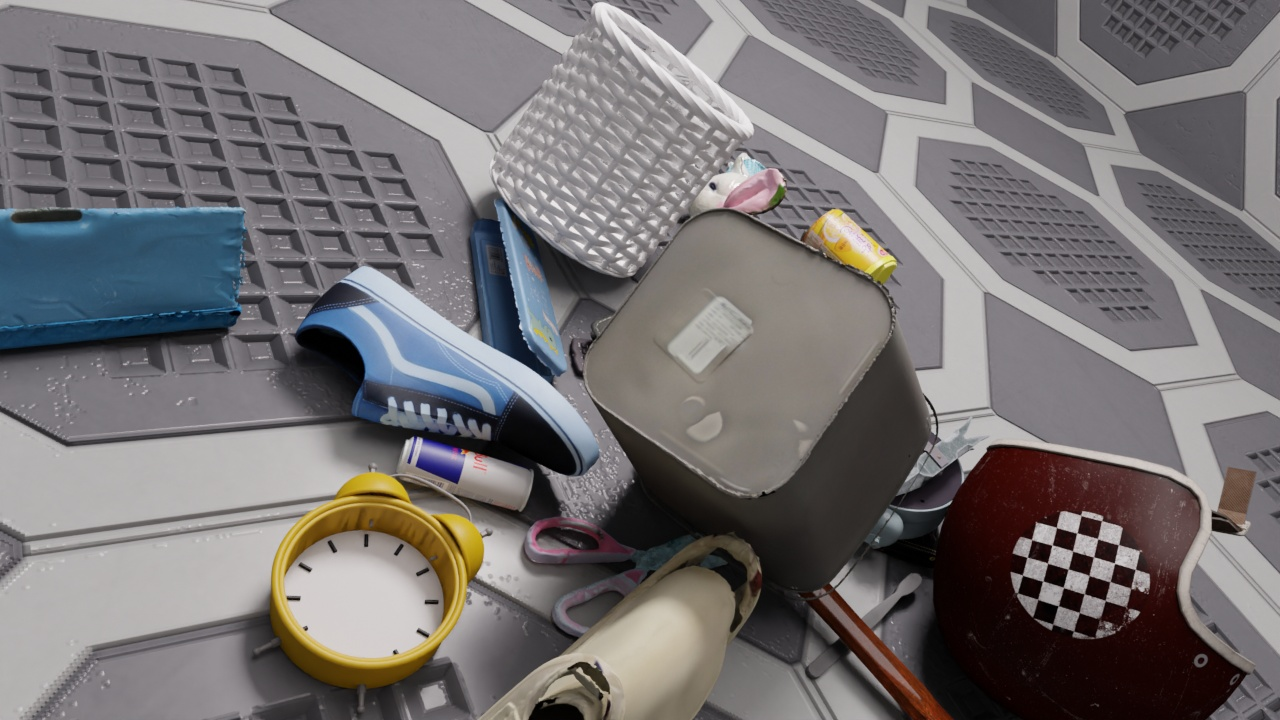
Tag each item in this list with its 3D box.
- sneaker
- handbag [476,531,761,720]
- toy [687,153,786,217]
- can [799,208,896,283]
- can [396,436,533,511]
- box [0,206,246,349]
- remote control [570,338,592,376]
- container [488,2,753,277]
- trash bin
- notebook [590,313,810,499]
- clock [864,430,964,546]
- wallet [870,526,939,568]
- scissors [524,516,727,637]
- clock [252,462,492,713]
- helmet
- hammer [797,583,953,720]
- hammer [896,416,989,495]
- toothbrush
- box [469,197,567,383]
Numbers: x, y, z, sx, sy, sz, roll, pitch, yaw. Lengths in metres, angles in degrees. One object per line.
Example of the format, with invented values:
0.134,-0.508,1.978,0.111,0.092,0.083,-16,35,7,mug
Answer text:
-0.150,0.032,0.679,0.241,0.084,0.098,33,56,7,sneaker
-0.014,0.206,0.492,0.132,0.184,0.228,43,24,12,handbag
0.106,-0.197,1.081,0.105,0.131,0.205,7,34,-3,toy
0.253,-0.128,1.116,0.067,0.068,0.105,-17,57,-43,can
-0.126,0.082,0.663,0.095,0.032,0.032,18,39,-15,can
-0.389,-0.074,0.603,0.231,0.110,0.094,-8,53,-39,box
-0.005,0.005,0.846,0.124,0.009,0.046,10,42,-24,remote control
-0.021,-0.210,0.894,0.189,0.187,0.189,34,23,-17,container
0.083,0.030,0.630,0.197,0.197,0.220,33,-9,26,trash bin
0.067,0.026,0.809,0.169,0.030,0.209,-20,59,-20,notebook
0.214,0.107,0.819,0.158,0.045,0.122,-28,54,-36,clock
0.242,0.132,0.857,0.072,0.019,0.122,18,39,-8,wallet
0.003,0.163,0.676,0.179,0.016,0.108,9,41,-30,scissors
-0.162,0.132,0.572,0.113,0.052,0.151,29,42,-1,clock
0.354,0.163,0.713,0.234,0.253,0.233,16,-8,20,helmet
0.198,0.245,0.684,0.300,0.028,0.110,47,40,15,hammer
0.160,-0.018,0.833,0.146,0.028,0.317,-25,67,-36,hammer
0.182,0.211,0.737,0.166,0.013,0.013,-21,61,-44,toothbrush
-0.105,-0.071,0.824,0.069,0.064,0.209,11,42,-27,box
